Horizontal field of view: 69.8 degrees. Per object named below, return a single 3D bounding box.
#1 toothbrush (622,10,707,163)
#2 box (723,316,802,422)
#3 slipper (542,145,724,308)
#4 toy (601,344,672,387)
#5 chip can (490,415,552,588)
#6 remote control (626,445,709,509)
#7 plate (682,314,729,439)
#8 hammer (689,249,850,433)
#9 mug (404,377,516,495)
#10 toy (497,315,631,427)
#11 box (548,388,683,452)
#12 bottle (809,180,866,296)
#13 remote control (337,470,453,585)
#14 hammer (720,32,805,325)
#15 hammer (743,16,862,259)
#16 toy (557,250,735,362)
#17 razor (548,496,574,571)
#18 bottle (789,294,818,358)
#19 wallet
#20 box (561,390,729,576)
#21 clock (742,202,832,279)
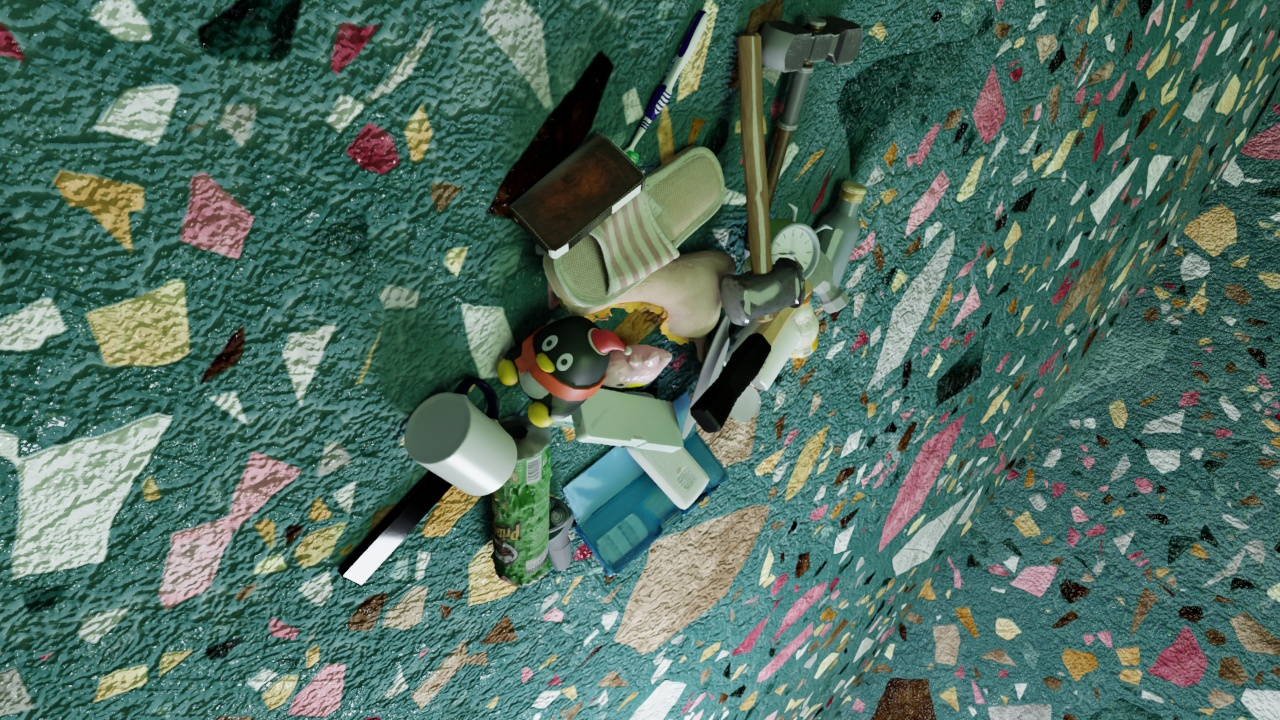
[{"bbox_3d":[0.022,-0.271,0.941,0.015,0.016,0.187,14,109,-54],"label":"toothbrush"},{"bbox_3d":[0.159,0.011,1.293,0.159,0.084,0.119,-56,173,-8],"label":"box"},{"bbox_3d":[0.008,-0.147,0.966,0.262,0.052,0.115,-40,122,-32],"label":"slipper"},{"bbox_3d":[-0.007,0.006,1.105,0.102,0.093,0.050,1,77,-54],"label":"toy"},{"bbox_3d":[-0.142,0.168,1.086,0.075,0.075,0.224,-26,136,-34],"label":"chip can"},{"bbox_3d":[0.039,0.141,1.250,0.060,0.025,0.138,-49,118,-17],"label":"remote control"},{"bbox_3d":[0.092,0.021,1.209,0.178,0.012,0.178,21,89,-81],"label":"plate"},{"bbox_3d":[0.161,-0.033,1.182,0.131,0.039,0.327,51,55,-17],"label":"hammer"},{"bbox_3d":[-0.182,0.074,0.964,0.097,0.079,0.111,51,51,-55],"label":"mug"},{"bbox_3d":[-0.079,-0.001,0.979,0.099,0.097,0.119,-22,159,-51],"label":"toy"},{"bbox_3d":[-0.045,0.075,1.125,0.096,0.085,0.198,-22,158,31],"label":"box"},{"bbox_3d":[0.276,-0.173,1.299,0.072,0.046,0.161,-14,130,-43],"label":"bottle"},{"bbox_3d":[-0.267,0.181,1.003,0.150,0.013,0.034,-48,145,-9],"label":"remote control"},{"bbox_3d":[0.131,-0.198,1.042,0.098,0.052,0.329,-18,116,-23],"label":"hammer"},{"bbox_3d":[0.168,-0.250,1.115,0.155,0.043,0.323,-21,137,-38],"label":"hammer"},{"bbox_3d":[0.011,-0.061,1.073,0.263,0.065,0.196,-15,126,-40],"label":"toy"},{"bbox_3d":[-0.110,0.234,1.212,0.052,0.047,0.143,-33,145,-24],"label":"razor"},{"bbox_3d":[0.227,-0.055,1.331,0.063,0.063,0.109,-36,143,-24],"label":"bottle"},{"bbox_3d":[-0.061,-0.162,0.894,0.123,0.072,0.019,-42,168,-14],"label":"wallet"},{"bbox_3d":[0.004,0.168,1.283,0.231,0.066,0.173,-36,114,-22],"label":"box"},{"bbox_3d":[0.179,-0.130,1.153,0.094,0.042,0.119,24,94,-31],"label":"clock"}]
